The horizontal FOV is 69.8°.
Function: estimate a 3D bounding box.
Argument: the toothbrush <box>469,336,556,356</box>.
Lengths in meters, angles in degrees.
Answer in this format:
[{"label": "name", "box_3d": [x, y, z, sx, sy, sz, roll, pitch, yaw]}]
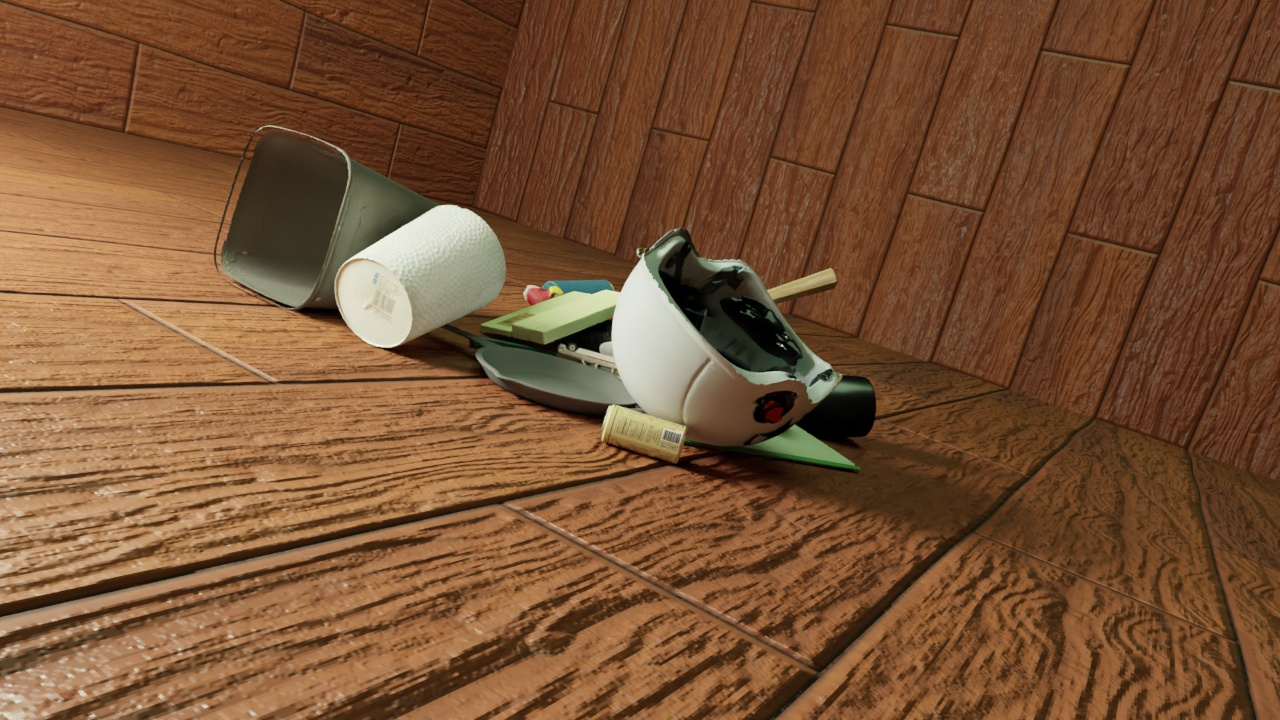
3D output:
[{"label": "toothbrush", "box_3d": [-0.133, -0.011, 1.195, 0.189, 0.016, 0.017, 11, 14, -31]}]

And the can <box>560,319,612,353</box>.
[{"label": "can", "box_3d": [-0.043, -0.031, 1.273, 0.138, 0.054, 0.053, 6, 3, 32]}]

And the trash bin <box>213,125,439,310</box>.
[{"label": "trash bin", "box_3d": [-0.366, -0.156, 1.155, 0.197, 0.197, 0.219, 23, 5, 30]}]

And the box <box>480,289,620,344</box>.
[{"label": "box", "box_3d": [-0.112, -0.065, 1.277, 0.137, 0.024, 0.186, 8, 23, 43]}]

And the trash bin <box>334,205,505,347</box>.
[{"label": "trash bin", "box_3d": [-0.253, -0.092, 1.045, 0.133, 0.133, 0.160, 20, 31, 18]}]

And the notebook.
[{"label": "notebook", "box_3d": [0.116, 0.083, 1.110, 0.252, 0.010, 0.182, 11, 11, -27]}]

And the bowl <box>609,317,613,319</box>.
[{"label": "bowl", "box_3d": [-0.036, -0.058, 1.540, 0.130, 0.045, 0.130, 16, 10, -3]}]

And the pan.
[{"label": "pan", "box_3d": [-0.144, 0.005, 1.063, 0.355, 0.024, 0.216, 23, 11, 28]}]

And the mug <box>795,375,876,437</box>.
[{"label": "mug", "box_3d": [0.253, 0.067, 1.264, 0.100, 0.084, 0.119, 2, -17, -11]}]

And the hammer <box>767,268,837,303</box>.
[{"label": "hammer", "box_3d": [0.135, -0.076, 1.364, 0.323, 0.051, 0.117, -17, -15, -3]}]

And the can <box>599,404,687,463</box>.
[{"label": "can", "box_3d": [0.003, 0.071, 0.894, 0.079, 0.038, 0.038, 17, 10, 2]}]

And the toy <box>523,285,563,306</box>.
[{"label": "toy", "box_3d": [-0.133, -0.080, 1.485, 0.105, 0.067, 0.137, 23, -1, 20]}]

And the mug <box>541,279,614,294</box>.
[{"label": "mug", "box_3d": [-0.113, -0.107, 1.622, 0.121, 0.078, 0.078, 0, 18, -43]}]

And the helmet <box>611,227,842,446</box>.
[{"label": "helmet", "box_3d": [0.065, -0.004, 0.971, 0.263, 0.164, 0.236, 7, 40, -54]}]

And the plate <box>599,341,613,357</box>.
[{"label": "plate", "box_3d": [-0.007, 0.007, 1.216, 0.104, 0.026, 0.104, 15, -17, 4]}]

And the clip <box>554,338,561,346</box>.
[{"label": "clip", "box_3d": [-0.100, -0.023, 1.338, 0.050, 0.014, 0.046, 19, 10, 1]}]

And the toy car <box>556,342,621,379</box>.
[{"label": "toy car", "box_3d": [-0.052, 0.009, 1.160, 0.113, 0.039, 0.039, 15, -14, -4]}]
